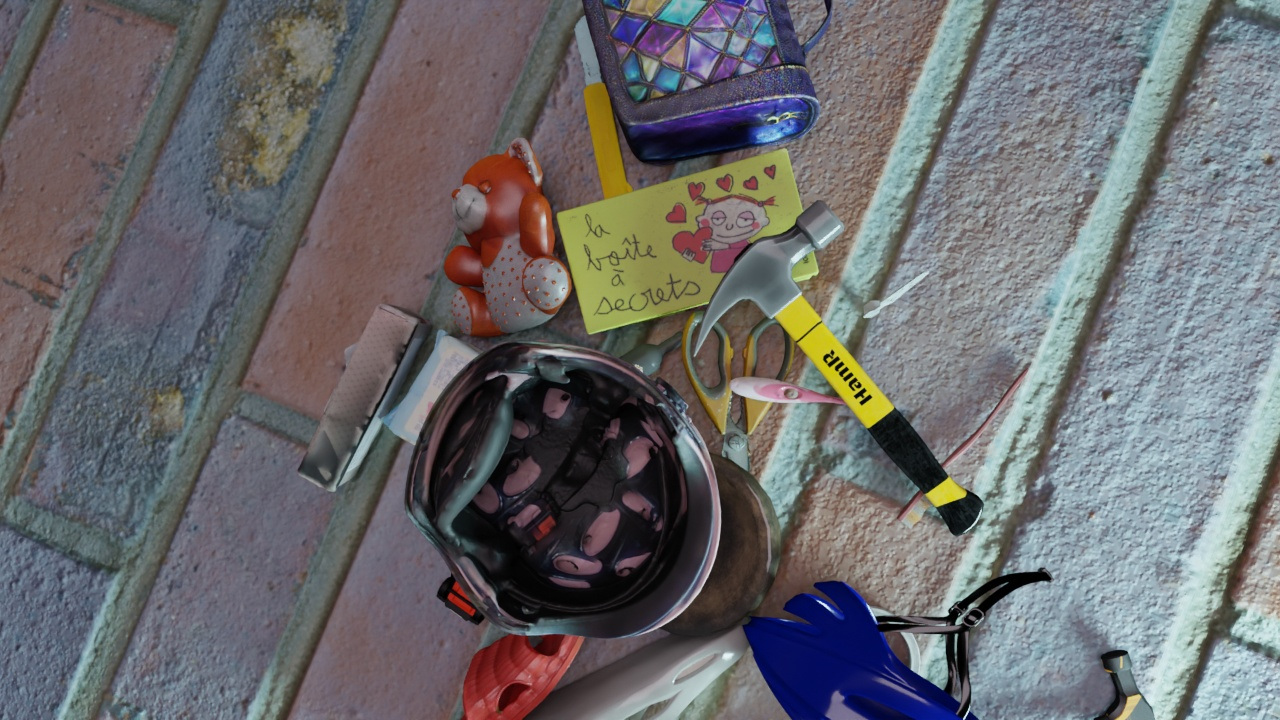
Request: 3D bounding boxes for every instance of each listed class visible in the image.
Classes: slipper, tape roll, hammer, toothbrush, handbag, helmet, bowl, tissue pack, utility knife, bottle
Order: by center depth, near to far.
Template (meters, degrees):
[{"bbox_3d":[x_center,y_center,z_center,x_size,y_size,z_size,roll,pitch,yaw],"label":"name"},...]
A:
[{"bbox_3d":[-0.051,0.104,0.759,0.255,0.152,0.230,29,96,10],"label":"helmet"},{"bbox_3d":[0.224,0.236,0.761,0.241,0.147,0.227,34,88,18],"label":"helmet"},{"bbox_3d":[0.217,-0.059,0.787,0.010,0.181,0.010,0,82,0],"label":"toothbrush"},{"bbox_3d":[0.189,0.030,0.813,0.170,0.034,0.324,-40,95,13],"label":"hammer"},{"bbox_3d":[0.293,0.348,0.815,0.321,0.036,0.123,-13,84,5],"label":"hammer"},{"bbox_3d":[0.052,0.162,0.830,0.162,0.070,0.162,-3,84,26],"label":"bowl"},{"bbox_3d":[-0.008,0.321,0.831,0.266,0.113,0.080,-28,93,-1],"label":"slipper"},{"bbox_3d":[0.208,0.273,0.842,0.093,0.013,0.093,-1,85,8],"label":"tape roll"},{"bbox_3d":[-0.137,0.301,0.846,0.059,0.103,0.249,44,94,-5],"label":"slipper"},{"bbox_3d":[0.301,0.080,0.847,0.015,0.015,0.184,39,90,7],"label":"toothbrush"},{"bbox_3d":[0.070,-0.304,0.860,0.222,0.125,0.204,-16,83,5],"label":"handbag"},{"bbox_3d":[0.149,0.032,0.861,0.135,0.016,0.021,9,91,0],"label":"toothbrush"},{"bbox_3d":[-0.148,0.056,0.887,0.182,0.070,0.112,28,89,12],"label":"tissue pack"},{"bbox_3d":[-0.005,0.005,0.889,0.113,0.030,0.030,-31,81,4],"label":"bottle"},{"bbox_3d":[-0.274,0.029,0.895,0.071,0.104,0.181,24,90,-6],"label":"tissue pack"},{"bbox_3d":[-0.038,-0.244,0.923,0.030,0.019,0.218,-11,88,2],"label":"utility knife"}]

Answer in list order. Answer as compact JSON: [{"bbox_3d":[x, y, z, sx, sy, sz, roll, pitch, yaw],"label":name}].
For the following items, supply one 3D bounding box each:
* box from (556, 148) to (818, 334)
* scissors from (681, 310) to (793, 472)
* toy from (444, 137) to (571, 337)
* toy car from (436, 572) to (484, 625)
[{"bbox_3d":[0.043,-0.107,0.863,0.221,0.082,0.124,-12,90,6],"label":"box"},{"bbox_3d":[0.102,0.061,0.874,0.134,0.016,0.228,-8,91,-3],"label":"scissors"},{"bbox_3d":[-0.131,-0.116,0.878,0.164,0.092,0.172,-20,80,48],"label":"toy"},{"bbox_3d":[-0.148,0.200,0.882,0.051,0.049,0.100,32,90,9],"label":"toy car"}]
